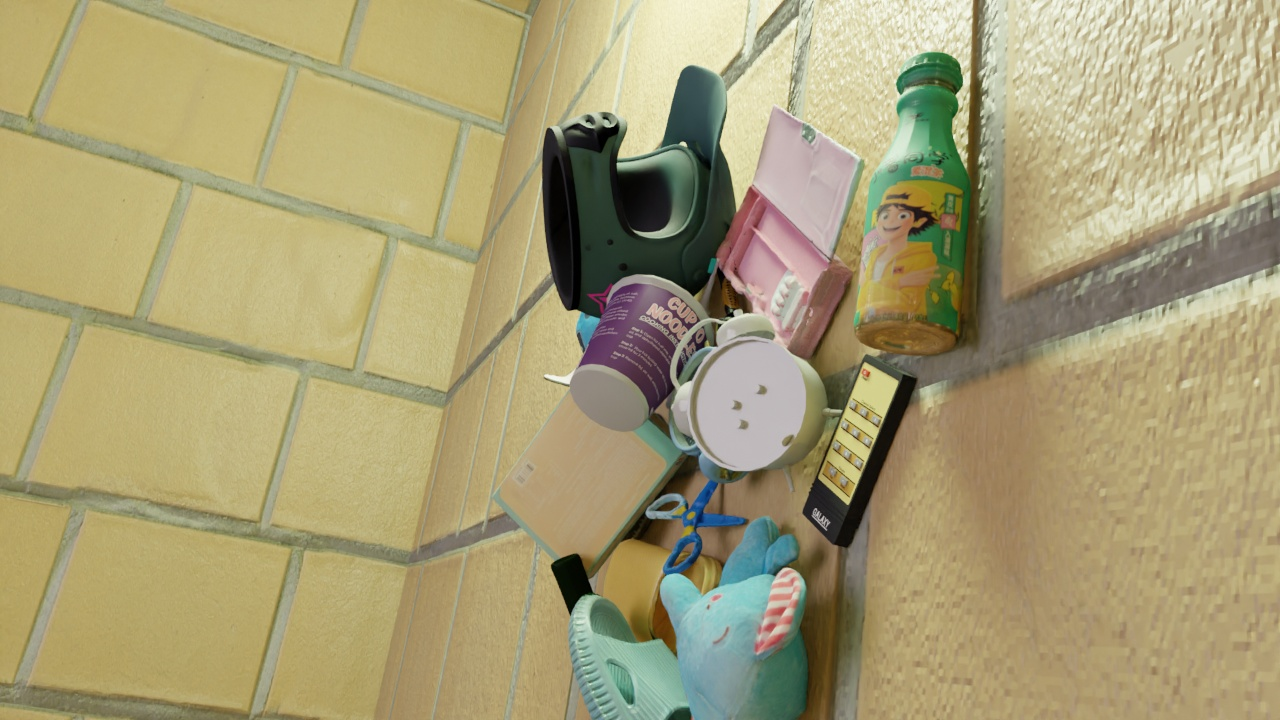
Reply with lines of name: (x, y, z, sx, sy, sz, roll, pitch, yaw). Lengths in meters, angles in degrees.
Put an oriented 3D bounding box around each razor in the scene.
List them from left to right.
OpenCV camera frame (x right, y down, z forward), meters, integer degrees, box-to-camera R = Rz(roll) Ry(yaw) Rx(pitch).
razor: (0.093, -0.063, 0.935, 0.144, 0.044, 0.021, -91, 12, -54)

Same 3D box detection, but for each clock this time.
clock: (0.082, 0.047, 0.838, 0.118, 0.060, 0.162, -70, 23, 8)
clock: (0.081, 0.026, 0.742, 0.159, 0.061, 0.120, 42, 106, 35)

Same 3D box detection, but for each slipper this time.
slipper: (-0.002, 0.229, 0.906, 0.264, 0.078, 0.099, 161, 122, -71)
slipper: (0.016, 0.299, 0.734, 0.070, 0.116, 0.276, -36, 52, 14)

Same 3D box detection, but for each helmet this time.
helmet: (0.007, -0.169, 0.989, 0.275, 0.200, 0.176, 93, 160, -45)

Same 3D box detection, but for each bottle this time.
bottle: (-0.058, 0.265, 0.960, 0.123, 0.033, 0.033, 69, 157, 1)
bottle: (0.191, -0.111, 0.630, 0.068, 0.068, 0.209, 152, 131, -65)

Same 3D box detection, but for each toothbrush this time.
toothbrush: (0.057, -0.025, 0.976, 0.018, 0.019, 0.188, -83, 7, -58)

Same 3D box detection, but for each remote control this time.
remote control: (0.158, 0.065, 0.672, 0.058, 0.013, 0.133, -134, 61, -69)

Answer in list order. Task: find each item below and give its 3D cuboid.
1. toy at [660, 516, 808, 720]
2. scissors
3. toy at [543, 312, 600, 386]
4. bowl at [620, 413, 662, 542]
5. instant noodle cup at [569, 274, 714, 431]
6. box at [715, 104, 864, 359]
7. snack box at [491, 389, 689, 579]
toy: (0.070, 0.192, 0.692, 0.180, 0.115, 0.184, -81, 10, -50)
scissors: (0.048, 0.149, 0.855, 0.127, 0.013, 0.125, -3, 40, 43)
toy: (-0.038, -0.059, 1.208, 0.225, 0.099, 0.191, -49, 24, 30)
bowl: (-0.042, 0.129, 1.074, 0.160, 0.094, 0.160, -165, 91, -72)
instant noodle cup: (-0.005, 0.005, 0.916, 0.121, 0.122, 0.137, -56, -30, -39)
box: (0.139, -0.125, 0.839, 0.232, 0.040, 0.179, -110, 35, -60)
snack box: (-0.055, 0.122, 0.992, 0.194, 0.141, 0.044, -53, -17, 14)
